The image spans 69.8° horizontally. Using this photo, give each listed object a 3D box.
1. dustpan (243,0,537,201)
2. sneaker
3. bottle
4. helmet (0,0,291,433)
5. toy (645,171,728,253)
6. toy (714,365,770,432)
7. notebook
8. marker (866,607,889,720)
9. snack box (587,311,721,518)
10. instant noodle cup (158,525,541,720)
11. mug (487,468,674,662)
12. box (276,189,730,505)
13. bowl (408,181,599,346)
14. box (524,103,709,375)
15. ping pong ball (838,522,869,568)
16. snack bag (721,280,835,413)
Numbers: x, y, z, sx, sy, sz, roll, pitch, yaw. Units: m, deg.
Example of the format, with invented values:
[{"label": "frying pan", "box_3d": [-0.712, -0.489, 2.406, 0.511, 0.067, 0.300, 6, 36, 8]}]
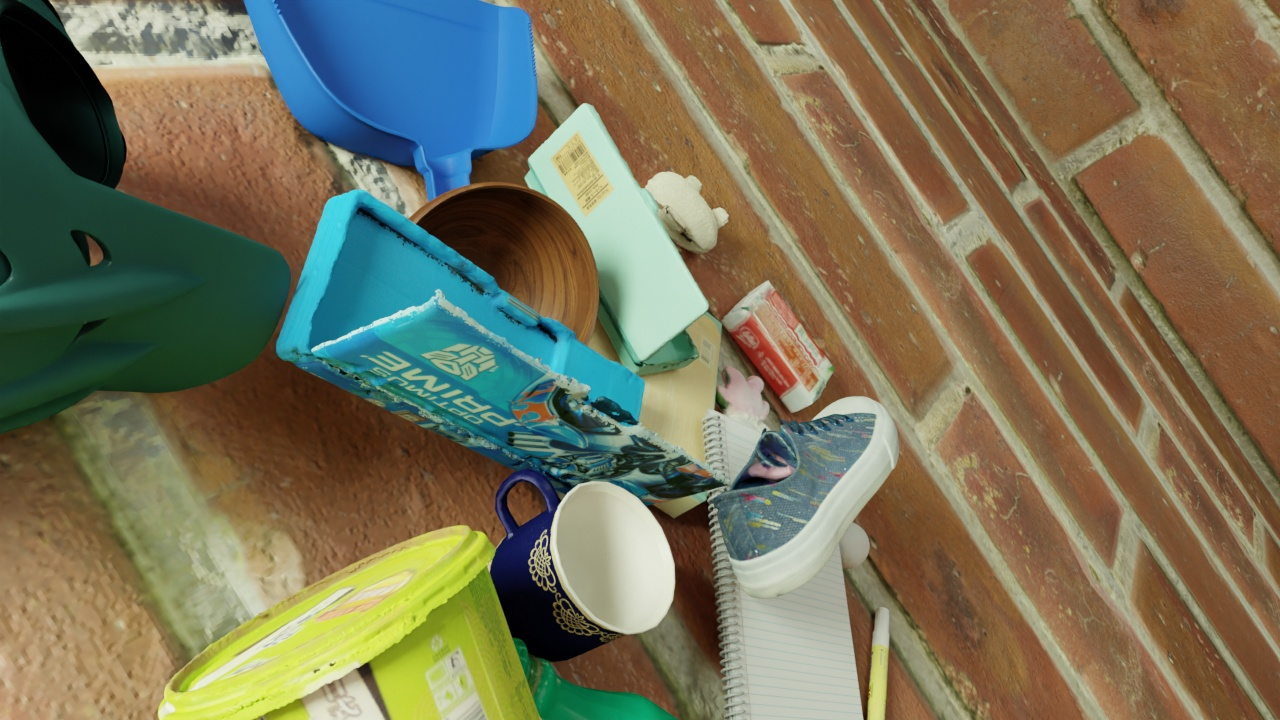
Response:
[{"label": "dustpan", "box_3d": [-0.158, -0.167, 0.650, 0.245, 0.060, 0.257, -4, 85, -48]}, {"label": "sneaker", "box_3d": [0.122, 0.073, 0.669, 0.079, 0.088, 0.234, 61, 37, -9]}, {"label": "bottle", "box_3d": [-0.009, 0.220, 0.506, 0.209, 0.068, 0.067, 40, 39, -19]}, {"label": "helmet", "box_3d": [-0.283, -0.059, 0.339, 0.200, 0.177, 0.274, 59, 22, 13]}, {"label": "toy", "box_3d": [0.039, -0.138, 0.858, 0.087, 0.050, 0.112, 51, 40, -5]}, {"label": "toy", "box_3d": [0.086, 0.059, 0.757, 0.095, 0.041, 0.108, 15, 63, -48]}, {"label": "notebook", "box_3d": [0.109, 0.172, 0.680, 0.177, 0.013, 0.245, 26, 53, -44]}, {"label": "marker", "box_3d": [0.195, 0.258, 0.750, 0.014, 0.014, 0.132, 42, 38, -16]}, {"label": "snack box", "box_3d": [-0.004, 0.004, 0.702, 0.141, 0.044, 0.193, 35, 40, -23]}, {"label": "instant noodle cup", "box_3d": [-0.114, 0.146, 0.394, 0.145, 0.147, 0.098, -31, 98, -54]}, {"label": "mug", "box_3d": [-0.050, 0.116, 0.524, 0.112, 0.089, 0.085, 52, 36, -4]}, {"label": "box", "box_3d": [-0.052, 0.004, 0.493, 0.243, 0.115, 0.093, 35, 57, -45]}, {"label": "bowl", "box_3d": [-0.106, -0.042, 0.585, 0.147, 0.069, 0.147, -11, 110, -32]}, {"label": "box", "box_3d": [-0.005, -0.091, 0.667, 0.077, 0.093, 0.188, -8, 64, -45]}, {"label": "ping pong ball", "box_3d": [0.175, 0.158, 0.785, 0.040, 0.040, 0.040, 28, 44, -31]}, {"label": "snack bag", "box_3d": [0.133, -0.014, 0.877, 0.116, 0.036, 0.076, 52, 37, -4]}]
